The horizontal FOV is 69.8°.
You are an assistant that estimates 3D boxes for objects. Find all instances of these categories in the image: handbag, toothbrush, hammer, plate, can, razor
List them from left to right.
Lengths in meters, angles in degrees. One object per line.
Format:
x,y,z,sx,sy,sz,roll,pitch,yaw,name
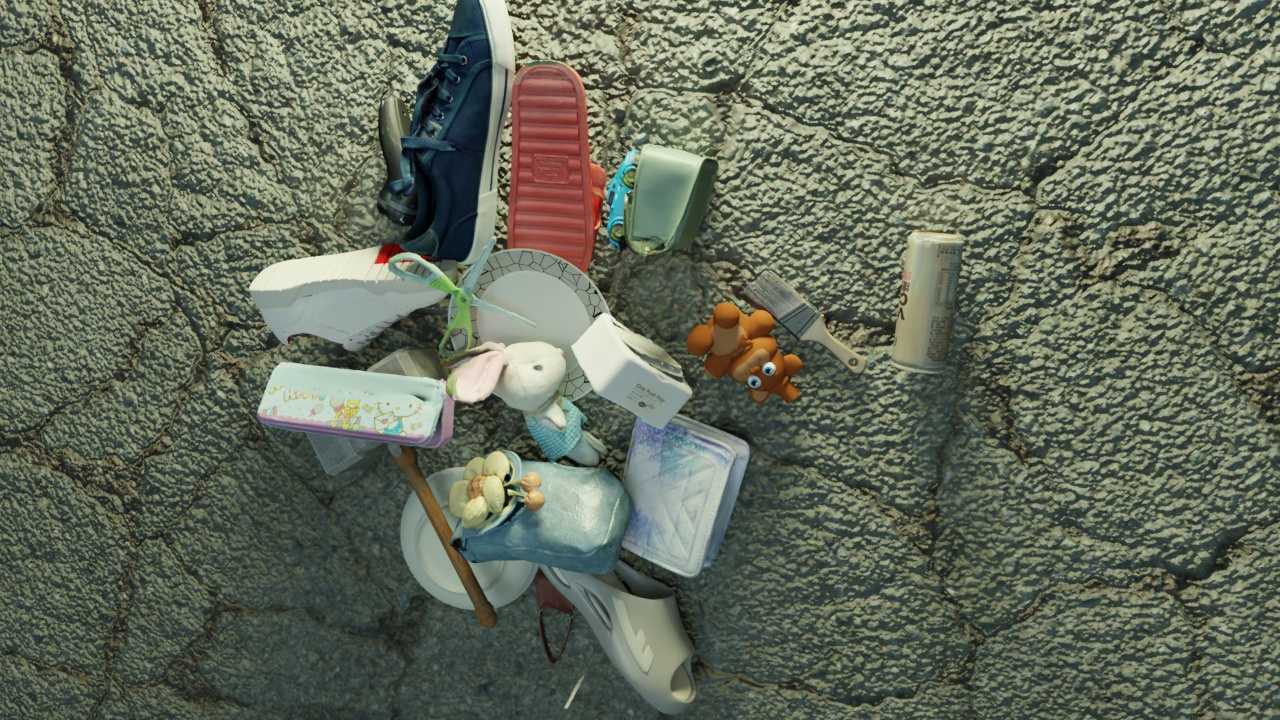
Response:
-0.269,-0.218,1.014,0.064,0.053,0.140,-6,97,16,razor
-0.241,0.160,1.043,0.163,0.082,0.317,-30,85,17,hammer
-0.210,0.220,1.096,0.182,0.034,0.182,3,102,13,plate
-0.120,-0.036,1.017,0.189,0.016,0.189,5,116,10,plate
-0.110,0.155,0.965,0.192,0.121,0.119,4,142,21,handbag
-0.102,0.309,1.095,0.055,0.029,0.120,9,108,14,handbag
-0.049,0.326,1.002,0.010,0.181,0.010,46,112,-2,toothbrush
0.027,-0.159,0.918,0.067,0.121,0.106,18,104,9,handbag
0.039,0.142,1.009,0.126,0.069,0.159,21,105,23,handbag
0.285,-0.058,0.913,0.054,0.054,0.136,7,103,12,can

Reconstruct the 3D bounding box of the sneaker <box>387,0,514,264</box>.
-0.205,-0.243,0.937,0.121,0.127,0.295,32,117,51,sneaker

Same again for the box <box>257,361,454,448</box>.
-0.304,0.047,0.985,0.214,0.065,0.078,5,82,17,box

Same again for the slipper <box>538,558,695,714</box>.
-0.013,0.268,1.026,0.081,0.112,0.266,-41,83,15,slipper

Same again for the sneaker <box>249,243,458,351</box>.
-0.315,-0.063,1.047,0.237,0.090,0.104,-7,123,5,sneaker

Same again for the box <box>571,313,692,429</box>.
0.002,-0.003,0.956,0.107,0.102,0.091,34,107,-36,box

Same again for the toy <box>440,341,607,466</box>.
-0.106,0.040,0.992,0.205,0.131,0.106,39,96,-20,toy

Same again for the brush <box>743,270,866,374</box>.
0.176,-0.037,0.964,0.151,0.012,0.039,41,107,3,brush

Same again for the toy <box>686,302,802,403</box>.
0.114,-0.001,0.962,0.127,0.065,0.095,44,113,-4,toy

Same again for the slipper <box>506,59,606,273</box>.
-0.089,-0.192,0.972,0.103,0.059,0.249,9,118,10,slipper

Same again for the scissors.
-0.189,-0.067,0.981,0.172,0.021,0.172,24,124,-10,scissors

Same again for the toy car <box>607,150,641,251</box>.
-0.017,-0.169,0.965,0.032,0.048,0.105,15,105,9,toy car
